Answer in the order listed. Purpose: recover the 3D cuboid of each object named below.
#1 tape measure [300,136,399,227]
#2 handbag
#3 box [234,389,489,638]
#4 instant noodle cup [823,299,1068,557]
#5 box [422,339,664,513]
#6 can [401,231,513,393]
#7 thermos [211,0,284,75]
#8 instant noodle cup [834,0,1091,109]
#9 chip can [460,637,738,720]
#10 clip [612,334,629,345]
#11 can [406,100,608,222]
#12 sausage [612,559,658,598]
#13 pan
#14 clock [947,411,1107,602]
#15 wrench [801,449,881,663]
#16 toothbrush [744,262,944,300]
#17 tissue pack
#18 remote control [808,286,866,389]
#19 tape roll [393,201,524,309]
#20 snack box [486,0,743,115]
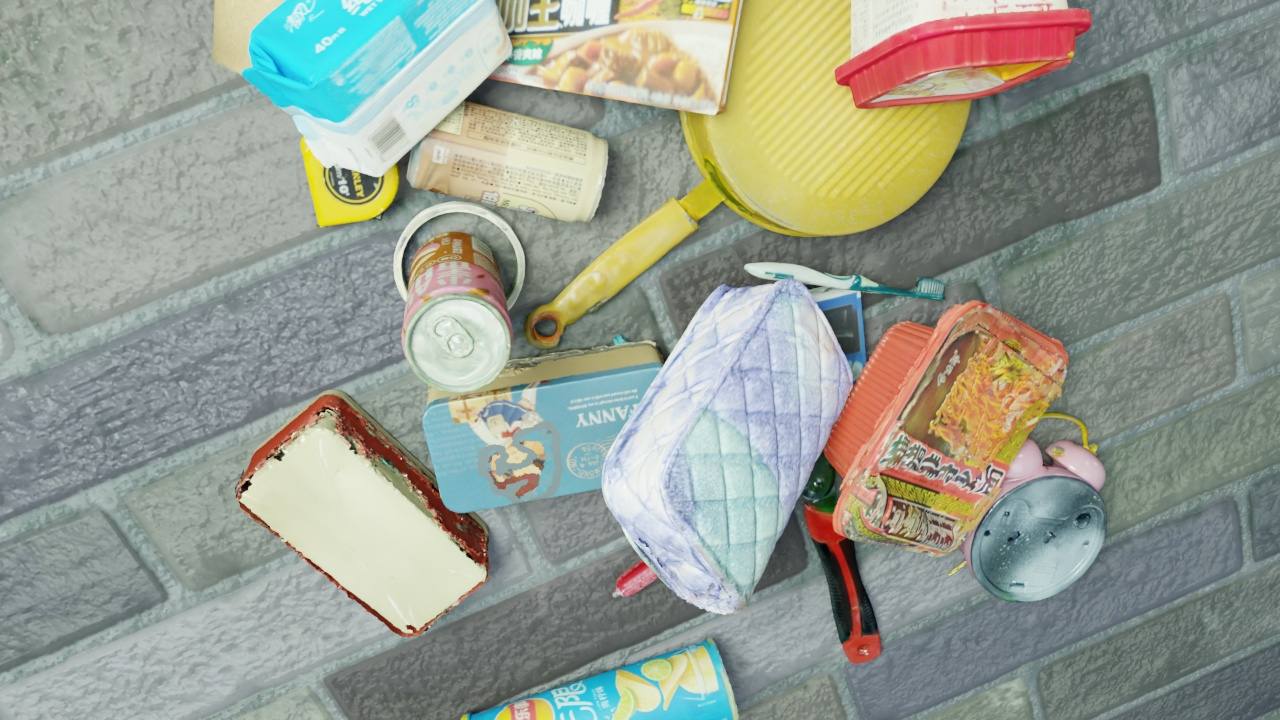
[{"bbox_3d":[-0.179,-0.116,0.570,0.057,0.029,0.060,-10,112,-7],"label":"tape measure"},{"bbox_3d":[0.062,0.048,0.591,0.134,0.076,0.193,54,55,-30],"label":"handbag"},{"bbox_3d":[-0.184,0.109,0.629,0.091,0.076,0.168,-39,113,5],"label":"box"},{"bbox_3d":[0.213,0.045,0.668,0.164,0.079,0.189,20,104,-40],"label":"instant noodle cup"},{"bbox_3d":[-0.053,0.043,0.632,0.184,0.059,0.090,-11,114,0],"label":"box"},{"bbox_3d":[-0.107,-0.033,0.536,0.058,0.147,0.058,-4,111,-10],"label":"can"},{"bbox_3d":[-0.189,-0.227,0.498,0.093,0.093,0.143,13,114,-16],"label":"thermos"},{"bbox_3d":[0.174,-0.218,0.521,0.116,0.117,0.124,-9,95,-13],"label":"instant noodle cup"},{"bbox_3d":[-0.032,0.286,0.729,0.210,0.071,0.071,-16,113,-6],"label":"chip can"},{"bbox_3d":[-0.004,0.004,0.661,0.033,0.013,0.054,-30,115,0],"label":"clip"},{"bbox_3d":[-0.083,-0.124,0.571,0.116,0.058,0.058,11,108,-15],"label":"can"},{"bbox_3d":[0.041,0.140,0.718,0.156,0.020,0.020,-35,113,2],"label":"sausage"},{"bbox_3d":[0.061,-0.127,0.610,0.357,0.078,0.197,-44,111,-1],"label":"pan"},{"bbox_3d":[0.316,0.116,0.747,0.117,0.059,0.159,8,110,-14],"label":"clock"},{"bbox_3d":[0.152,0.152,0.737,0.056,0.016,0.273,-23,119,4],"label":"wrench"},{"bbox_3d":[0.149,-0.057,0.642,0.191,0.016,0.018,4,100,-32],"label":"toothbrush"},{"bbox_3d":[-0.137,-0.172,0.493,0.063,0.090,0.140,41,81,19],"label":"tissue pack"},{"bbox_3d":[0.143,0.004,0.686,0.049,0.024,0.125,-13,114,-7],"label":"remote control"},{"bbox_3d":[-0.120,-0.063,0.611,0.085,0.014,0.086,-4,111,-10],"label":"tape roll"},{"bbox_3d":[-0.020,-0.195,0.543,0.154,0.026,0.075,13,110,11],"label":"snack box"}]
